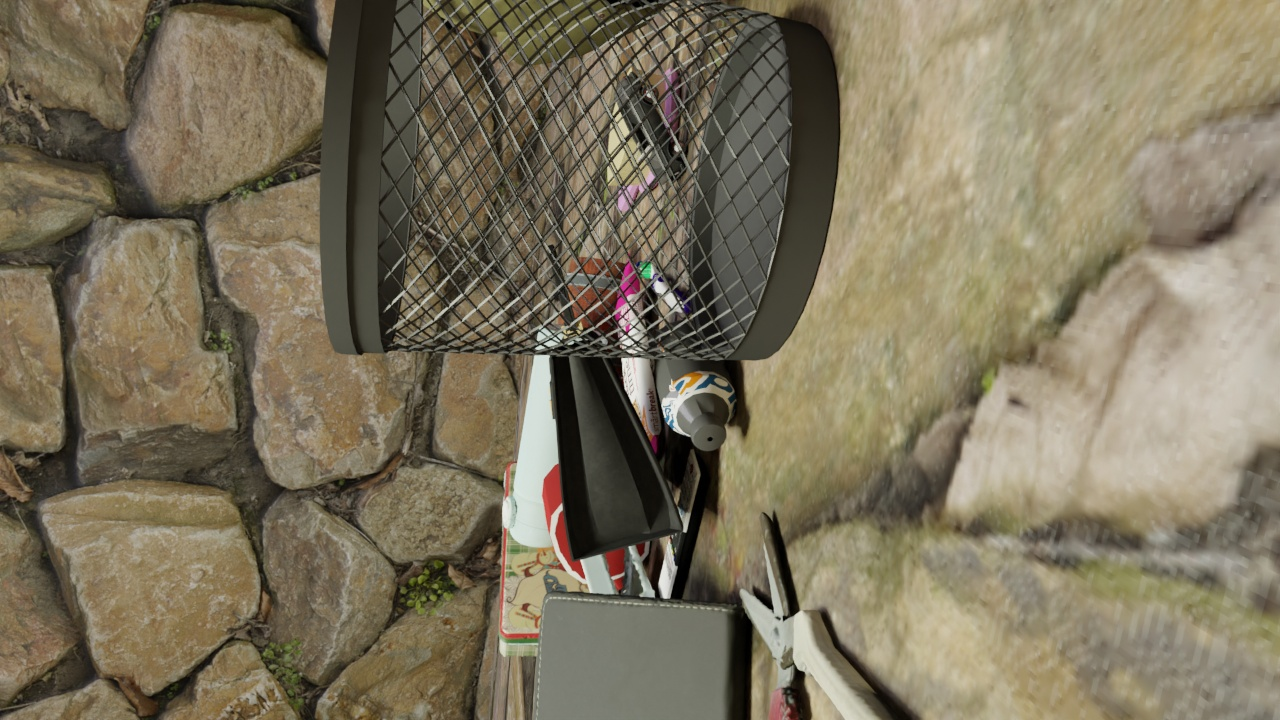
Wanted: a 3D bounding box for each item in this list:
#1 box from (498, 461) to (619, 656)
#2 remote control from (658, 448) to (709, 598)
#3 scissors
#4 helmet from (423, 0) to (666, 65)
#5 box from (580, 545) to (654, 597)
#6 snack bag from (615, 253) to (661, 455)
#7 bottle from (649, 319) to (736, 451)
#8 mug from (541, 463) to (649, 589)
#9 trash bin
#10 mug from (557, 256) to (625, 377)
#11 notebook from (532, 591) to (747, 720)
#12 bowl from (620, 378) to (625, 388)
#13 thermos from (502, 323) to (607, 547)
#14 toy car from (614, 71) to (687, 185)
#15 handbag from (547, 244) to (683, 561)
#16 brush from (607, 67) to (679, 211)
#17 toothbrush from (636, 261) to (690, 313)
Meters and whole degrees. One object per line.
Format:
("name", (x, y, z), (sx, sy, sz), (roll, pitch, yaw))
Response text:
("box", (-0.082, 0.192, 0.910), (0.205, 0.117, 0.050), (-93, 11, -45))
("remote control", (0.029, 0.119, 0.631), (0.028, 0.011, 0.124), (-103, 21, -59))
("scissors", (0.072, 0.145, 0.390), (0.180, 0.015, 0.198), (113, 160, -62))
("helmet", (-0.056, -0.309, 0.566), (0.234, 0.255, 0.249), (117, 159, -54))
("box", (-0.005, 0.207, 0.655), (0.199, 0.067, 0.083), (-124, 44, -67))
("snack bag", (-0.005, 0.005, 0.810), (0.070, 0.016, 0.196), (107, 158, -58))
("bottle", (0.033, 0.016, 0.569), (0.112, 0.047, 0.047), (-103, 21, -59))
("mug", (-0.034, 0.148, 0.798), (0.096, 0.080, 0.116), (-130, 16, -75))
("trash bin", (-0.037, -0.102, 0.499), (0.218, 0.227, 0.217), (-176, 91, -79))
("mug", (-0.043, -0.043, 0.944), (0.117, 0.081, 0.111), (12, -94, -82))
("notebook", (-0.009, 0.243, 0.528), (0.170, 0.029, 0.208), (-10, 69, 44))
("bowl", (-0.028, 0.074, 0.892), (0.122, 0.035, 0.122), (-176, 91, -79))
("thermos", (-0.079, 0.072, 0.861), (0.065, 0.077, 0.207), (30, 111, 61))
("toy car", (0.005, -0.190, 0.760), (0.092, 0.037, 0.040), (62, 168, -4))
("handbag", (-0.037, 0.015, 0.643), (0.176, 0.072, 0.196), (-128, 23, -85))
("brush", (-0.009, -0.200, 0.895), (0.229, 0.043, 0.089), (135, 139, -73))
("toothbrush", (0.018, -0.063, 0.763), (0.186, 0.016, 0.015), (-120, 30, -72))
